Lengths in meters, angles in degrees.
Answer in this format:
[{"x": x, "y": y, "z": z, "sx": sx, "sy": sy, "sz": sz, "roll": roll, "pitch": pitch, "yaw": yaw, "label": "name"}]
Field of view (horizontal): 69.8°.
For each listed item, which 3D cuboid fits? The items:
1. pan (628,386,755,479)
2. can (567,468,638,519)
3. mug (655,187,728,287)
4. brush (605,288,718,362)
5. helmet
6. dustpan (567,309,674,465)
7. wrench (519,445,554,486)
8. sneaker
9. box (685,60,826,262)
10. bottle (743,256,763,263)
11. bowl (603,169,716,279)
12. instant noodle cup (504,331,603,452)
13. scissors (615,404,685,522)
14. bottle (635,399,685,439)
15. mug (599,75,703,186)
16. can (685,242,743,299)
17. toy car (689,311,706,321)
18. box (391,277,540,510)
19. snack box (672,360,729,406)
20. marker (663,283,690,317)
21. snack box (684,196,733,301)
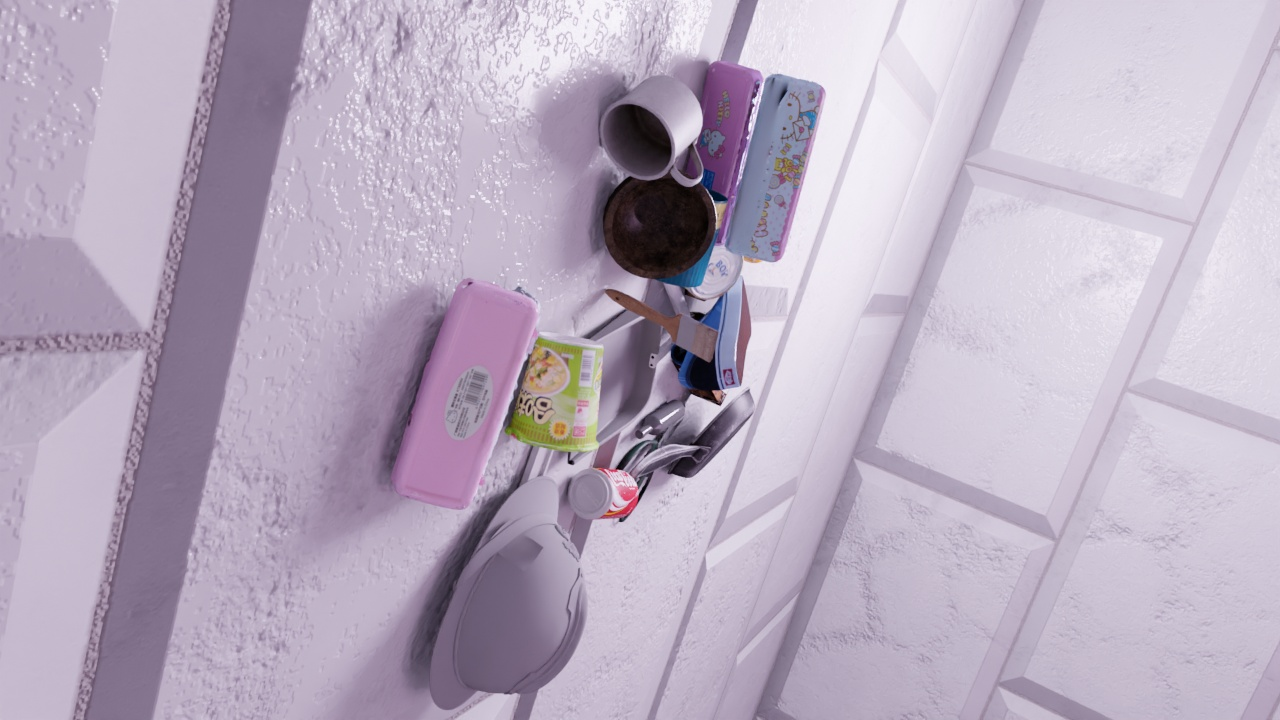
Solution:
[{"x": 0.077, "y": 0.129, "z": 1.367, "sx": 0.188, "sy": 0.055, "sz": 0.356, "roll": -51, "pitch": 169, "yaw": 24, "label": "pan"}, {"x": -0.045, "y": 0.171, "z": 1.177, "sx": 0.064, "sy": 0.064, "sz": 0.104, "roll": -68, "pitch": 157, "yaw": 1, "label": "can"}, {"x": 0.035, "y": -0.148, "z": 1.061, "sx": 0.113, "sy": 0.083, "sz": 0.107, "roll": 0, "pitch": 118, "yaw": -35, "label": "mug"}, {"x": 0.021, "y": -0.047, "z": 1.020, "sx": 0.008, "sy": 0.143, "sz": 0.045, "roll": -46, "pitch": 158, "yaw": -39, "label": "brush"}, {"x": -0.112, "y": 0.270, "z": 0.997, "sx": 0.270, "sy": 0.118, "sz": 0.183, "roll": -66, "pitch": 156, "yaw": -11, "label": "helmet"}, {"x": -0.007, "y": 0.007, "z": 1.147, "sx": 0.256, "sy": 0.033, "sz": 0.163, "roll": -43, "pitch": 147, "yaw": -53, "label": "dustpan"}, {"x": -0.133, "y": 0.149, "z": 1.028, "sx": 0.086, "sy": 0.018, "sz": 0.273, "roll": 12, "pitch": 98, "yaw": -65, "label": "wrench"}, {"x": 0.090, "y": -0.042, "z": 1.210, "sx": 0.240, "sy": 0.098, "sz": 0.083, "roll": -70, "pitch": 151, "yaw": -56, "label": "sneaker"}, {"x": 0.124, "y": -0.231, "z": 1.074, "sx": 0.048, "sy": 0.150, "sz": 0.214, "roll": -34, "pitch": 140, "yaw": -58, "label": "box"}, {"x": 0.168, "y": -0.194, "z": 1.316, "sx": 0.062, "sy": 0.063, "sz": 0.109, "roll": -42, "pitch": 146, "yaw": -46, "label": "bottle"}, {"x": 0.016, "y": -0.154, "z": 0.985, "sx": 0.056, "sy": 0.121, "sz": 0.121, "roll": -111, "pitch": -153, "yaw": -58, "label": "bowl"}, {"x": -0.081, "y": 0.030, "z": 0.942, "sx": 0.098, "sy": 0.099, "sz": 0.108, "roll": -2, "pitch": 105, "yaw": -65, "label": "instant noodle cup"}, {"x": 0.013, "y": 0.129, "z": 1.332, "sx": 0.209, "sy": 0.015, "sz": 0.147, "roll": -58, "pitch": 154, "yaw": -19, "label": "scissors"}, {"x": 0.025, "y": 0.087, "z": 1.298, "sx": 0.112, "sy": 0.030, "sz": 0.030, "roll": -29, "pitch": 136, "yaw": -56, "label": "bottle"}, {"x": 0.023, "y": -0.222, "z": 0.909, "sx": 0.070, "sy": 0.113, "sz": 0.085, "roll": -51, "pitch": -179, "yaw": -39, "label": "mug"}, {"x": 0.087, "y": -0.124, "z": 1.177, "sx": 0.086, "sy": 0.043, "sz": 0.086, "roll": -18, "pitch": 130, "yaw": -22, "label": "can"}, {"x": 0.092, "y": -0.048, "z": 1.320, "sx": 0.112, "sy": 0.040, "sz": 0.048, "roll": 0, "pitch": 112, "yaw": -47, "label": "toy car"}, {"x": -0.156, "y": 0.025, "z": 0.827, "sx": 0.102, "sy": 0.087, "sz": 0.202, "roll": -138, "pitch": -113, "yaw": -73, "label": "box"}, {"x": 0.091, "y": 0.023, "z": 1.359, "sx": 0.031, "sy": 0.051, "sz": 0.141, "roll": -62, "pitch": 157, "yaw": -13, "label": "snack box"}, {"x": 0.044, "y": -0.087, "z": 1.196, "sx": 0.020, "sy": 0.020, "sz": 0.141, "roll": -61, "pitch": 157, "yaw": -16, "label": "marker"}, {"x": 0.110, "y": -0.183, "z": 1.236, "sx": 0.100, "sy": 0.032, "sz": 0.186, "roll": -37, "pitch": 143, "yaw": -50, "label": "snack box"}]
